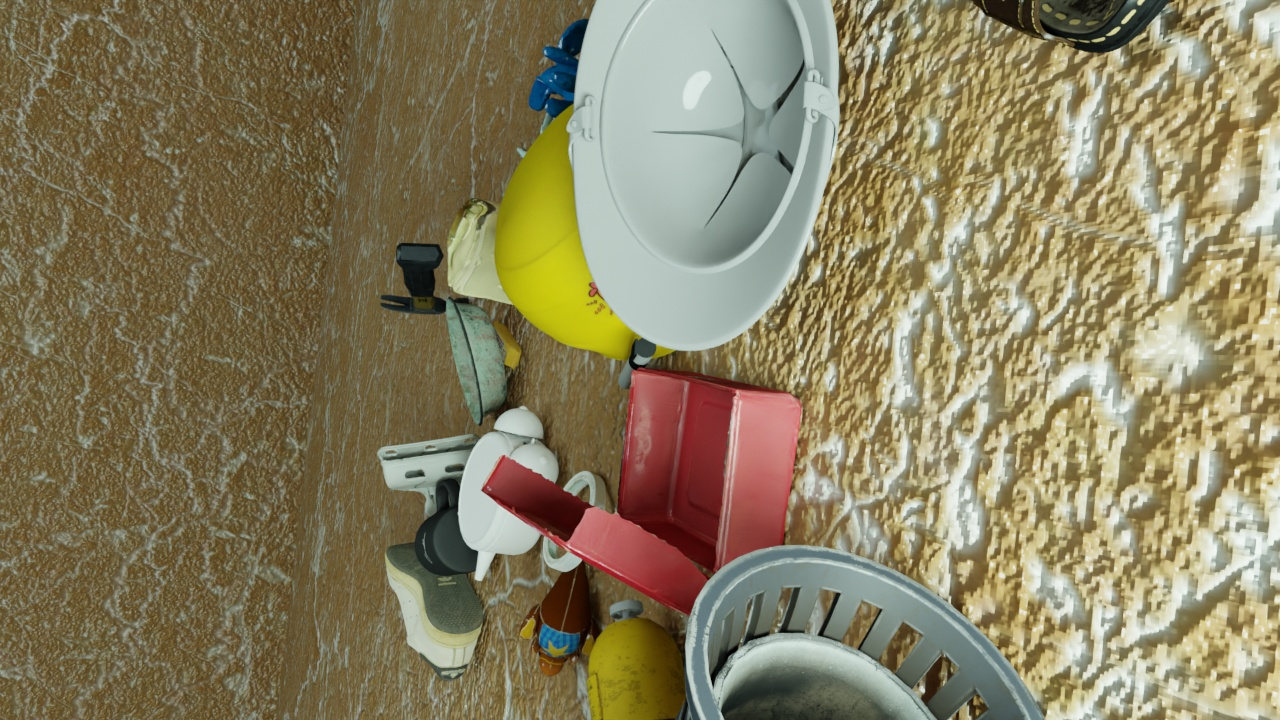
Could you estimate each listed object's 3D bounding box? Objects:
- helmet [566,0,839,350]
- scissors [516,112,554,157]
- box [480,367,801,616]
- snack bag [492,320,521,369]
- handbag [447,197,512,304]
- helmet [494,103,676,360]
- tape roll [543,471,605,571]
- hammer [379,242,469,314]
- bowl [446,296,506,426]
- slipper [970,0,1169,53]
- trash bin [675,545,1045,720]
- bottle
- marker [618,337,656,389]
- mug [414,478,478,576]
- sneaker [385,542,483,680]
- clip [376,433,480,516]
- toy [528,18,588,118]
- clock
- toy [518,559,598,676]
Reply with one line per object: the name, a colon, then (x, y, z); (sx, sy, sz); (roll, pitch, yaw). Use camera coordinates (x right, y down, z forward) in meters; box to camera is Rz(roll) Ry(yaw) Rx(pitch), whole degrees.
helmet: (0.059, -0.143, 0.594); (0.184, 0.117, 0.271); (4, 94, 33)
scissors: (-0.120, -0.228, 1.075); (0.171, 0.022, 0.174); (53, 136, 51)
box: (0.015, 0.072, 0.627); (0.168, 0.154, 0.157); (-55, 26, -12)
snack bag: (-0.163, -0.020, 1.102); (0.099, 0.020, 0.026); (49, 126, 55)
handbag: (-0.137, -0.117, 0.962); (0.111, 0.119, 0.081); (-49, 40, 49)
helmet: (-0.042, -0.123, 0.750); (0.209, 0.139, 0.240); (35, 115, 60)
tape roll: (-0.061, 0.146, 0.838); (0.093, 0.013, 0.092); (-48, 27, 35)
hammer: (-0.268, -0.093, 1.119); (0.333, 0.118, 0.025); (149, 122, -77)
bowl: (-0.194, -0.002, 1.098); (0.158, 0.038, 0.157); (166, 90, -72)
slipper: (0.162, -0.237, 0.440); (0.113, 0.075, 0.267); (-64, 33, 35)
trash bin: (0.065, 0.230, 0.445); (0.164, 0.164, 0.228); (-116, 38, -48)
bottle: (0.001, 0.255, 0.655); (0.071, 0.071, 0.163); (-51, 41, 47)
marker: (-0.004, 0.004, 0.732); (0.141, 0.016, 0.016); (121, 151, -77)
mug: (-0.224, 0.199, 1.100); (0.088, 0.078, 0.113); (-27, 73, 59)
sneaker: (-0.263, 0.316, 1.165); (0.241, 0.088, 0.102); (33, 121, 56)
clip: (-0.253, 0.137, 1.147); (0.143, 0.124, 0.072); (91, 173, -56)
toy: (-0.072, -0.287, 0.931); (0.176, 0.071, 0.113); (-113, 40, -61)
clock: (-0.136, 0.139, 0.971); (0.161, 0.072, 0.125); (-63, 33, 23)
toy: (-0.070, 0.233, 0.846); (0.090, 0.070, 0.102); (107, 177, -47)
